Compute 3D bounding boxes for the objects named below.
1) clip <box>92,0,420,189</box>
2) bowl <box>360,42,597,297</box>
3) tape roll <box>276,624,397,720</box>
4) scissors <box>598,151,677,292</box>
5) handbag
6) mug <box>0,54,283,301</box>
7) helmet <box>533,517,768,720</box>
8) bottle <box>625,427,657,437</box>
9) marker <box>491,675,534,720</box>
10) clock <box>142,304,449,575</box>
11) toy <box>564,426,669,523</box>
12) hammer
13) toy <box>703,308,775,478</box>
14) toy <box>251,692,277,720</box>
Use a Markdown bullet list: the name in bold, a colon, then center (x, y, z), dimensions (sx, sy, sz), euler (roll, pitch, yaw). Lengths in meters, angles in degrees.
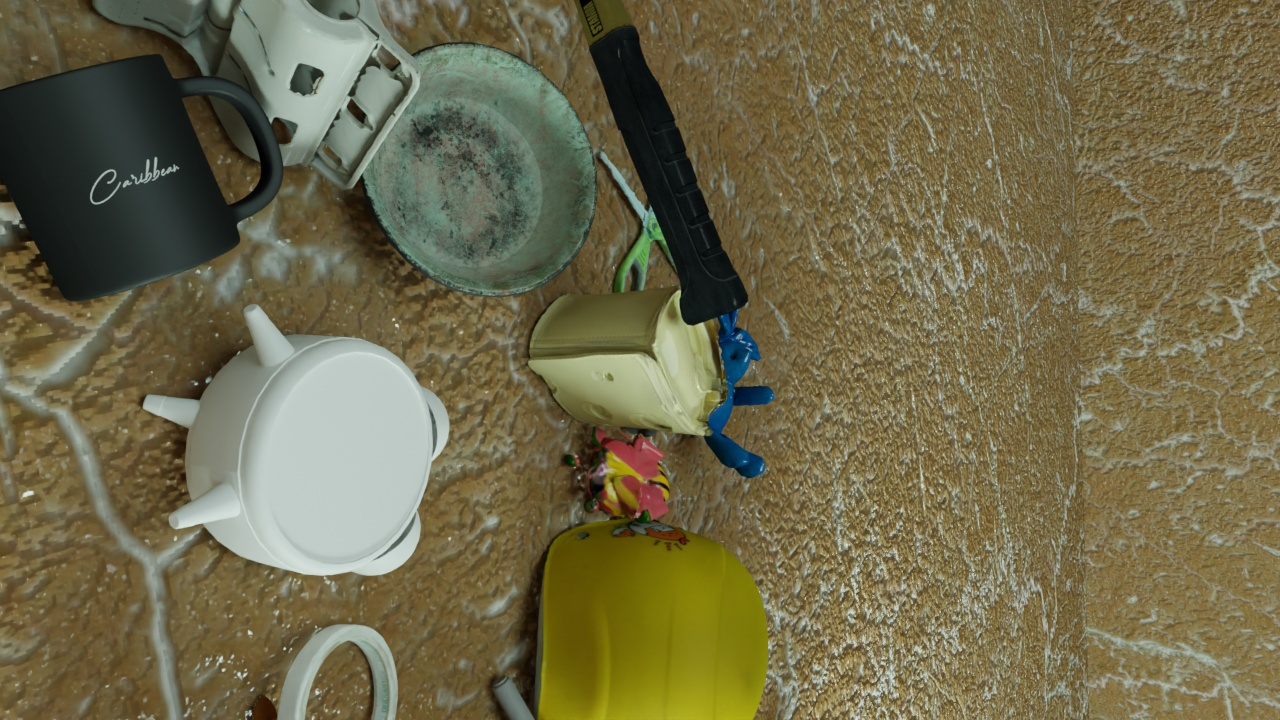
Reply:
- **clip**: center (-0.183, -0.155, 0.447), dimensions (0.142, 0.125, 0.072), euler (41, 52, -17)
- **bowl**: center (-0.104, -0.116, 0.580), dimensions (0.157, 0.039, 0.157), euler (3, 85, -32)
- **tape roll**: center (-0.172, 0.200, 0.527), dimensions (0.093, 0.013, 0.093), euler (-5, 90, -70)
- **scissors**: center (0.010, -0.113, 0.789), dimensions (0.173, 0.022, 0.171), euler (26, 73, -45)
- **handbag**: center (-0.004, 0.004, 0.681), dimensions (0.081, 0.119, 0.111), euler (-58, 133, -37)
- **mug**: center (-0.220, -0.088, 0.415), dimensions (0.113, 0.078, 0.088), euler (-31, 116, -35)
- **helmet**: center (0.034, 0.229, 0.719), dimensions (0.239, 0.140, 0.209), euler (7, 85, -53)
- **bottle**: center (0.015, 0.011, 0.775), dimensions (0.036, 0.036, 0.109), euler (49, 54, -42)
- **marker**: center (-0.066, 0.287, 0.652), dimensions (0.016, 0.016, 0.140), euler (-34, 97, -48)
- **clock**: center (-0.179, 0.050, 0.500), dimensions (0.161, 0.073, 0.125), euler (37, 62, -55)
- **toy**: center (-0.010, 0.092, 0.731), dimensions (0.103, 0.046, 0.084), euler (1, 49, -56)
- **hammer**: center (-0.008, -0.184, 0.596), dimensions (0.025, 0.118, 0.333), euler (-27, 96, -46)
- **toy**: center (0.082, 0.021, 0.842), dimensions (0.112, 0.071, 0.176), euler (28, 58, -53)
- **toy**: center (-0.227, 0.207, 0.460), dimensions (0.090, 0.071, 0.102), euler (44, 33, -30)
